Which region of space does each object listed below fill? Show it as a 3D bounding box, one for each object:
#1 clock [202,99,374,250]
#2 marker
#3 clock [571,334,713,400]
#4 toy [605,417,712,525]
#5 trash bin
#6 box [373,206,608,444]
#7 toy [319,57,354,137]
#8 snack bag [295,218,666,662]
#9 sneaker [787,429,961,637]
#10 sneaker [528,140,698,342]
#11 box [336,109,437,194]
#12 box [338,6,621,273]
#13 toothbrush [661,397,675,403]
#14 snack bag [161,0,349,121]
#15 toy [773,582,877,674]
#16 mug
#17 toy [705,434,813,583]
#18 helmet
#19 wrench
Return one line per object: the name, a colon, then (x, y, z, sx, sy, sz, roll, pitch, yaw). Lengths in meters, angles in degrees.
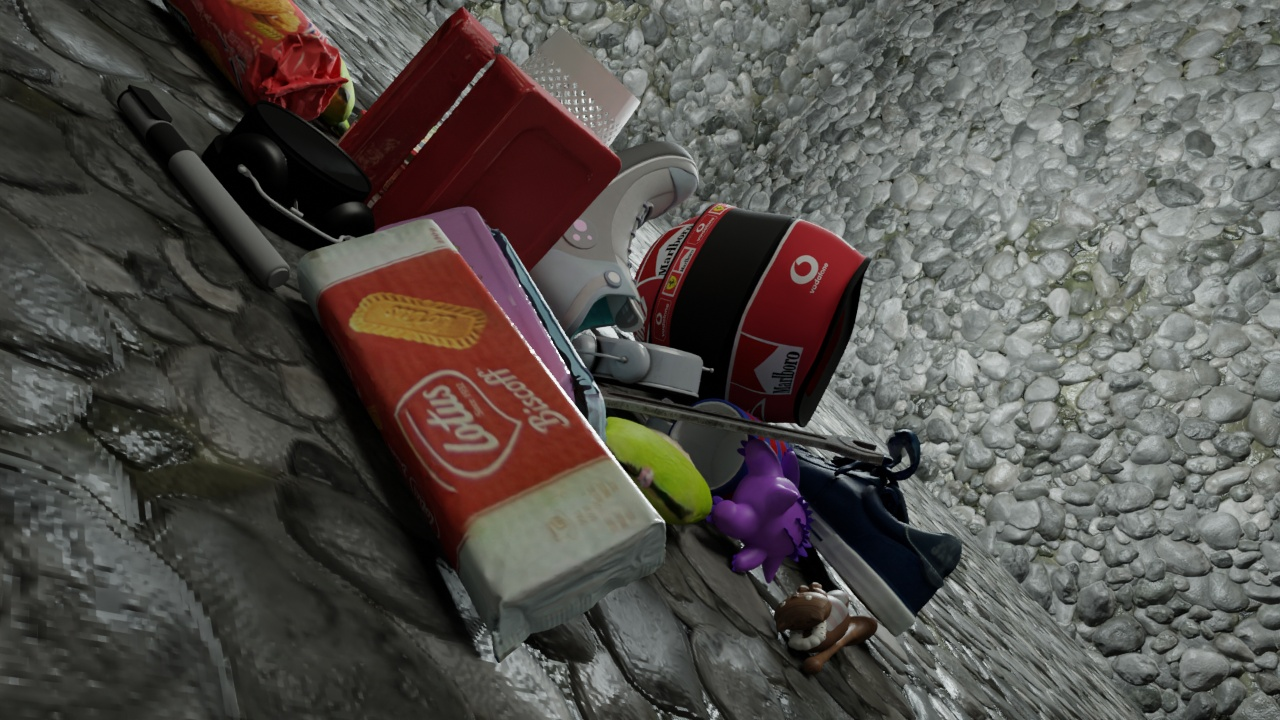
clock: (-0.197, -0.102, 0.526, 0.091, 0.042, 0.120, 36, 13, -36)
marker: (-0.220, -0.088, 0.460, 0.140, 0.016, 0.016, 46, 11, 16)
clock: (-0.004, 0.004, 0.725, 0.095, 0.035, 0.122, 8, -5, 41)
toy: (0.009, 0.071, 0.611, 0.092, 0.043, 0.117, 38, 6, 3)
trash bin: (-0.116, -0.294, 1.154, 0.195, 0.200, 0.195, 41, 11, -10)
box: (-0.091, -0.003, 0.541, 0.214, 0.089, 0.093, -125, -158, -49)
toy: (-0.258, -0.226, 0.747, 0.093, 0.036, 0.094, 32, -33, 54)
snack bag: (-0.080, 0.017, 0.406, 0.225, 0.077, 0.041, 49, -29, 36)
sneaker: (0.189, 0.114, 0.837, 0.121, 0.127, 0.294, 48, 0, -28)
sneaker: (-0.013, -0.107, 0.851, 0.256, 0.093, 0.160, -24, 70, -36)
box: (-0.185, -0.167, 0.819, 0.117, 0.050, 0.205, 43, 10, -4)
box: (-0.118, -0.136, 0.658, 0.165, 0.157, 0.151, 42, 13, -21)
toothbrush: (0.081, 0.100, 0.840, 0.186, 0.015, 0.016, 47, 6, 23)
snack bag: (-0.289, -0.245, 0.675, 0.176, 0.082, 0.082, 47, 11, 19)
toy: (0.123, 0.178, 0.622, 0.101, 0.042, 0.054, 2, 64, -62)
mug: (0.057, 0.071, 0.738, 0.112, 0.075, 0.076, 20, -6, 38)
toy: (0.096, 0.111, 0.662, 0.056, 0.105, 0.088, 11, -34, 34)
helmet: (0.099, -0.051, 0.943, 0.225, 0.197, 0.271, 24, -19, 17)
wrench: (0.049, 0.041, 0.642, 0.273, 0.010, 0.070, 12, 8, -15)
